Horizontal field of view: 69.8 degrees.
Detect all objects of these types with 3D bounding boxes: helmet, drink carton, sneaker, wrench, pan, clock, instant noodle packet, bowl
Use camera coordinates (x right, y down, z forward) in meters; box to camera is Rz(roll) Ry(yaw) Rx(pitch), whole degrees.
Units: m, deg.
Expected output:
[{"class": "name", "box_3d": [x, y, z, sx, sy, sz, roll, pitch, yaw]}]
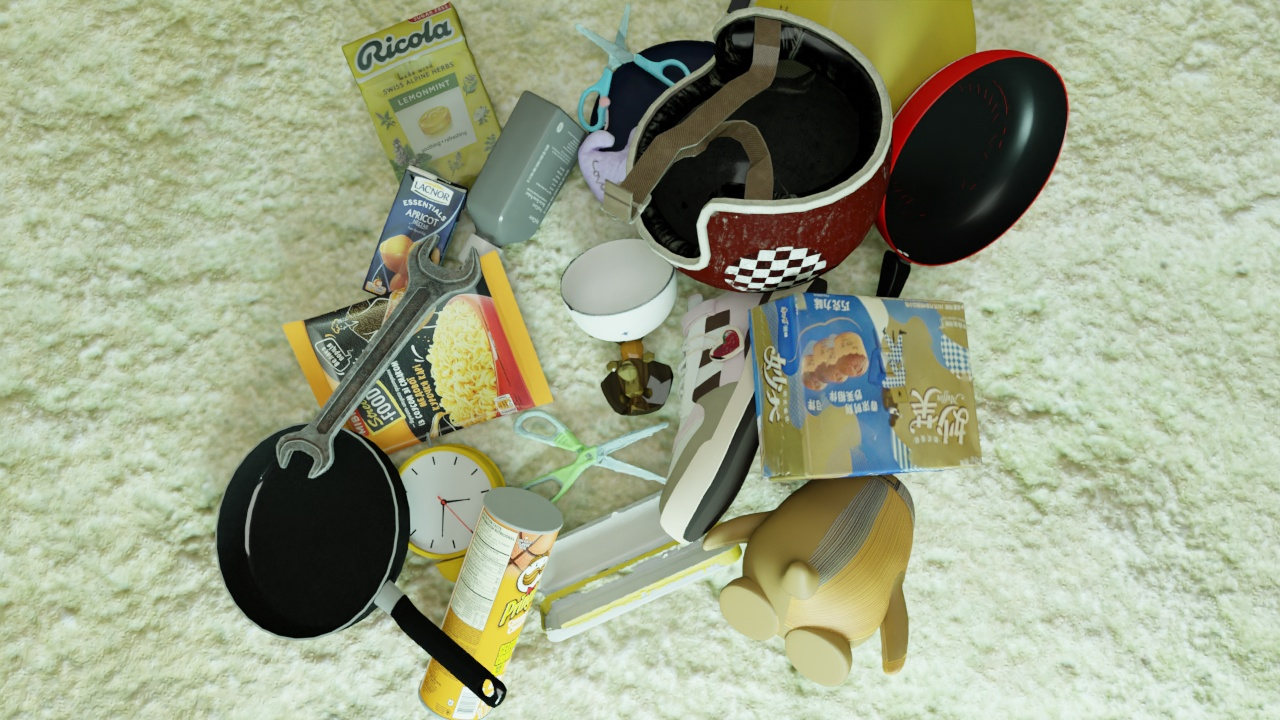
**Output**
[{"class": "helmet", "box_3d": [0.095, -0.168, 0.784, 0.234, 0.254, 0.233, 6, 70, -1]}, {"class": "drink carton", "box_3d": [-0.219, -0.120, 0.899, 0.064, 0.040, 0.130, 21, 105, -14]}, {"class": "sneaker", "box_3d": [0.067, 0.023, 0.868, 0.116, 0.112, 0.293, 22, 74, 18]}, {"class": "helmet", "box_3d": [0.230, -0.308, 0.870, 0.209, 0.140, 0.240, -32, 92, -9]}, {"class": "wrench", "box_3d": [-0.248, -0.004, 0.865, 0.070, 0.010, 0.273, 36, 88, 7]}, {"class": "pan", "box_3d": [0.270, -0.128, 0.885, 0.208, 0.067, 0.357, 15, 116, -38]}, {"class": "pan", "box_3d": [0.076, -0.299, 0.938, 0.199, 0.021, 0.356, 22, 88, 1]}, {"class": "clock", "box_3d": [-0.181, 0.150, 0.906, 0.113, 0.052, 0.152, -45, 85, -2]}, {"class": "instant noodle packet", "box_3d": [-0.216, 0.004, 0.903, 0.221, 0.032, 0.160, -19, 107, 2]}, {"class": "bowl", "box_3d": [-0.017, -0.061, 0.897, 0.113, 0.063, 0.113, -9, 43, 9]}, {"class": "pan", "box_3d": [-0.253, 0.200, 0.854, 0.356, 0.044, 0.204, 33, 92, 20]}]

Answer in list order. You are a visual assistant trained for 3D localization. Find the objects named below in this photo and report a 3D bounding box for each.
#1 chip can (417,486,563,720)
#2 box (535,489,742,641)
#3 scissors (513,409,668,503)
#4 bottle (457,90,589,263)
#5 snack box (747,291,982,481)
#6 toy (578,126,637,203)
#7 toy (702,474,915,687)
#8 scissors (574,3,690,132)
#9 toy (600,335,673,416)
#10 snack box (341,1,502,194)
[{"class": "chip can", "box_3d": [-0.142, 0.230, 0.858, 0.075, 0.075, 0.215, 21, 106, 1]}, {"class": "box", "box_3d": [-0.008, 0.197, 0.886, 0.209, 0.080, 0.079, -23, 126, 0]}, {"class": "scissors", "box_3d": [-0.051, 0.102, 0.914, 0.170, 0.028, 0.139, 14, 88, 16]}, {"class": "bottle", "box_3d": [-0.122, -0.166, 0.898, 0.046, 0.083, 0.174, 32, 95, 18]}, {"class": "snack box", "box_3d": [0.202, 0.025, 0.818, 0.202, 0.069, 0.155, 1, 81, -29]}, {"class": "toy", "box_3d": [-0.010, -0.200, 0.905, 0.099, 0.036, 0.080, -31, 90, 0]}, {"class": "toy", "box_3d": [0.179, 0.179, 0.852, 0.199, 0.163, 0.202, 30, 46, 22]}, {"class": "scissors", "box_3d": [-0.010, -0.290, 0.922, 0.135, 0.015, 0.135, 13, 93, -1]}, {"class": "toy", "box_3d": [-0.005, 0.005, 0.911, 0.076, 0.062, 0.100, -14, 72, 20]}, {"class": "snack box", "box_3d": [-0.211, -0.253, 0.925, 0.121, 0.045, 0.181, -22, 87, 0]}]
